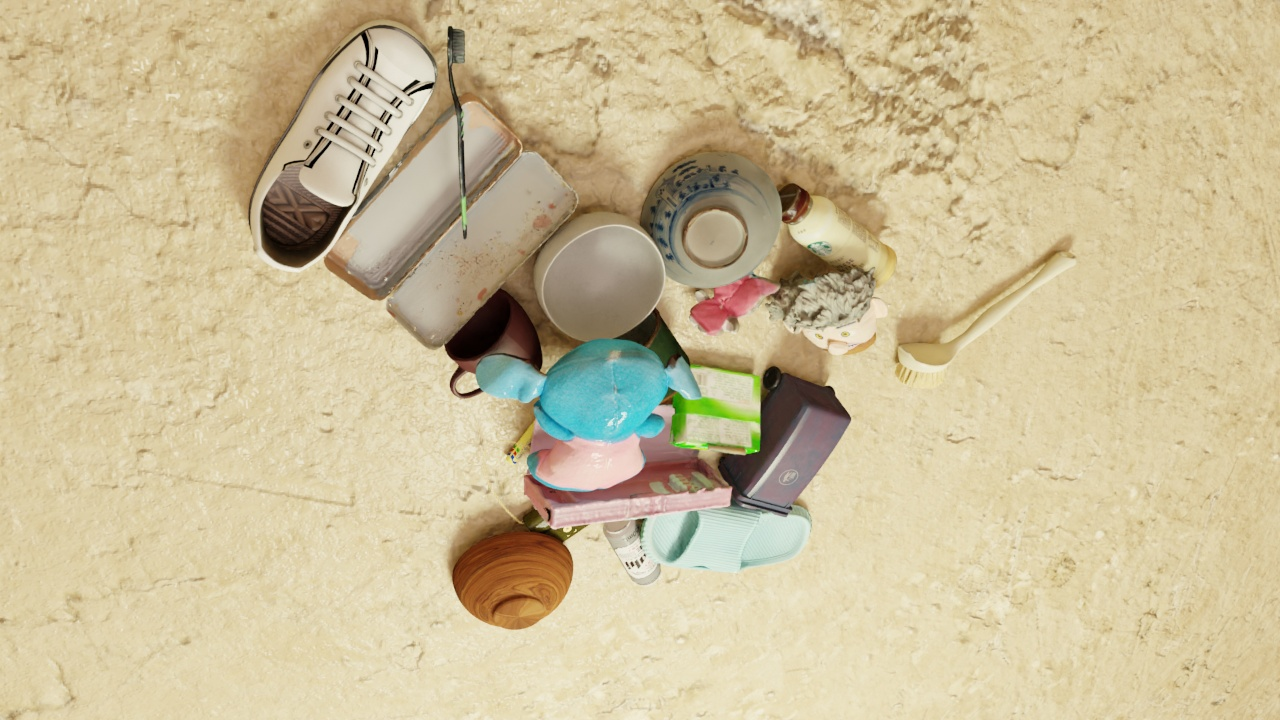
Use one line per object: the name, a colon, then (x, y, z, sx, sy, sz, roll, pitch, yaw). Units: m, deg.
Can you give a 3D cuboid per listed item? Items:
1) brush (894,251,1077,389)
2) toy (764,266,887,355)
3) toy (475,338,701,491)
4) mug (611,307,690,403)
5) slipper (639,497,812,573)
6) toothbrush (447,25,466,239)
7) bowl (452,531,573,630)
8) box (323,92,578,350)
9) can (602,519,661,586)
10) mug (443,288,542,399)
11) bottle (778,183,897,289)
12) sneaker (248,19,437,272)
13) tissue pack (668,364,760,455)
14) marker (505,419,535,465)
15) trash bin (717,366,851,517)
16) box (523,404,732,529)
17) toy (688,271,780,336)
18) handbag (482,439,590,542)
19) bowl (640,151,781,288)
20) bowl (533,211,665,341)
brush: (0.432, -0.054, 1.146, 0.272, 0.062, 0.077, -34, 140, -3)
toy: (0.220, -0.045, 1.048, 0.133, 0.076, 0.176, -3, 154, 33)
toy: (-0.053, 0.056, 0.920, 0.223, 0.098, 0.192, 0, 131, -17)
mug: (-0.006, 0.006, 0.994, 0.111, 0.085, 0.081, -48, 127, -15)
slipper: (0.121, 0.226, 1.166, 0.275, 0.069, 0.116, 9, 112, -32)
toothbrush: (-0.160, -0.201, 0.825, 0.017, 0.014, 0.188, -2, 113, -6)
bowl: (-0.149, 0.278, 1.098, 0.147, 0.068, 0.147, -8, 132, -9)
box: (-0.181, -0.128, 0.880, 0.157, 0.063, 0.217, 43, 99, -13)
can: (-0.009, 0.237, 1.157, 0.044, 0.044, 0.107, -28, 124, -3)
mug: (-0.149, -0.004, 0.944, 0.114, 0.087, 0.088, -52, 137, -7)
bottle: (0.213, -0.137, 1.013, 0.162, 0.056, 0.056, 29, 106, -30)
sneaker: (-0.263, -0.178, 0.795, 0.091, 0.097, 0.246, 33, 104, -32)
tissue pack: (0.089, 0.059, 1.067, 0.114, 0.034, 0.099, 9, 74, -24)
marker: (-0.110, 0.065, 1.040, 0.014, 0.014, 0.132, 30, 105, -31)
trash bin: (0.172, 0.102, 1.119, 0.093, 0.092, 0.161, 18, 115, -27)
box: (-0.008, 0.110, 1.045, 0.232, 0.099, 0.115, -2, 111, -26)
toy: (0.100, -0.069, 1.022, 0.102, 0.050, 0.065, -44, 89, 0)
handbag: (-0.123, 0.151, 1.069, 0.084, 0.027, 0.178, -34, 128, 1)
bowl: (0.074, -0.134, 0.942, 0.151, 0.056, 0.151, 0, 118, 0)
bowl: (-0.047, -0.091, 0.939, 0.131, 0.064, 0.132, -12, 125, -17)
